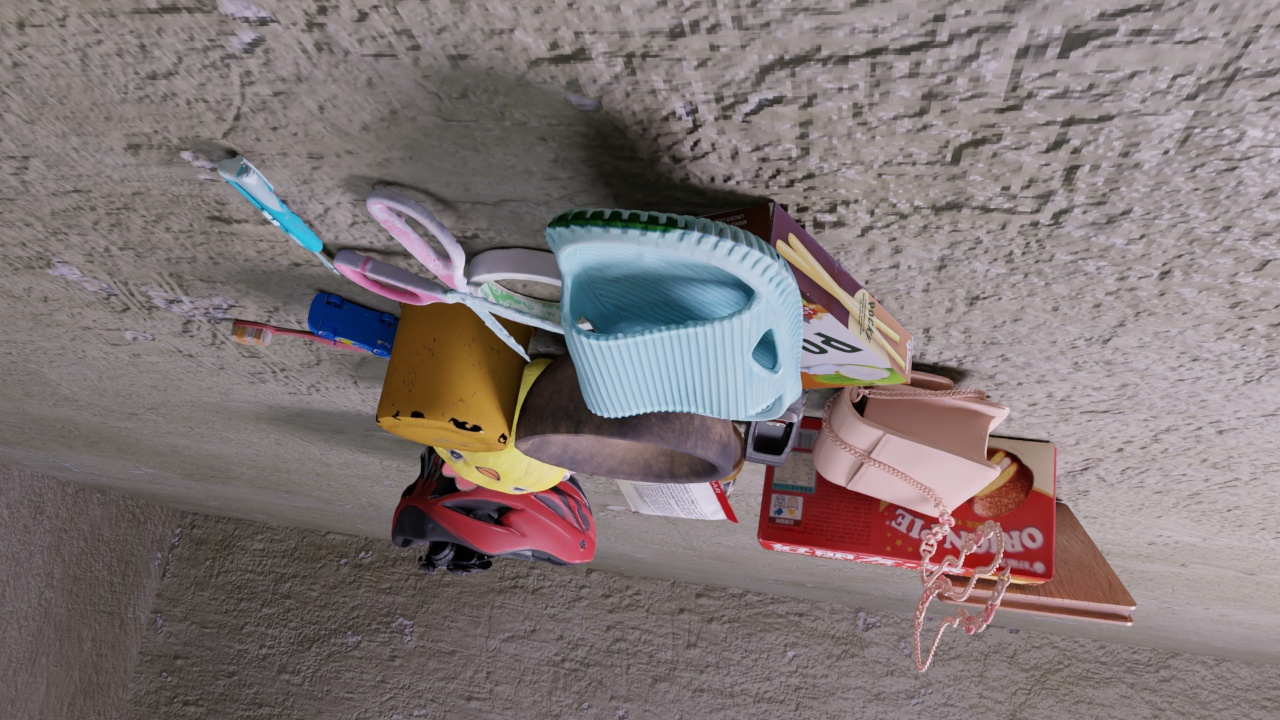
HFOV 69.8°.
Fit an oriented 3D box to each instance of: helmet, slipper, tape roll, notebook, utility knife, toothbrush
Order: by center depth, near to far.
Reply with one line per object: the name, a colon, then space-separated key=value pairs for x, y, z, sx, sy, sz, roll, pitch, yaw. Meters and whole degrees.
slipper: x=0.030 y=0.001 z=0.487 sx=0.116 sy=0.069 sz=0.276 roll=1 pitch=162 yaw=15
utility knife: x=-0.206 y=-0.080 z=0.546 sx=0.022 sy=0.015 sz=0.149 roll=23 pitch=166 yaw=11
tape roll: x=-0.063 y=-0.044 z=0.582 sx=0.094 sy=0.018 sz=0.094 roll=8 pitch=163 yaw=2
toothbrush: x=-0.259 y=-0.013 z=0.785 sx=0.184 sy=0.015 sz=0.015 roll=7 pitch=156 yaw=1
notebook: x=0.342 y=0.177 z=0.868 sx=0.169 sy=0.022 sz=0.210 roll=5 pitch=-164 yaw=8
helmet: x=-0.169 y=0.191 z=1.124 sx=0.218 sy=0.166 sz=0.271 roll=-5 pitch=158 yaw=37

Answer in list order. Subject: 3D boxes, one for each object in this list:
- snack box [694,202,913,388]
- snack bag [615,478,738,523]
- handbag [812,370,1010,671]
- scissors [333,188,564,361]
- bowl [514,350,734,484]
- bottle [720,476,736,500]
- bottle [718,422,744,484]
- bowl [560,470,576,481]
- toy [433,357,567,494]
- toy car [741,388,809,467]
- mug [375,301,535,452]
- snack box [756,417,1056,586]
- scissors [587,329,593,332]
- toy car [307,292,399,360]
snack box: x=0.076 y=-0.028 z=0.536 sx=0.101 sy=0.031 sz=0.186 roll=-4 pitch=158 yaw=37
snack bag: x=0.008 y=0.089 z=0.820 sx=0.144 sy=0.039 sz=0.131 roll=-6 pitch=116 yaw=51
handbag: x=0.177 y=0.108 z=0.653 sx=0.116 sy=0.187 sz=0.199 roll=14 pitch=160 yaw=7
scissors: x=-0.121 y=-0.050 z=0.553 sx=0.170 sy=0.013 sz=0.175 roll=20 pitch=157 yaw=13
bowl: x=-0.009 y=0.041 z=0.681 sx=0.162 sy=0.070 sz=0.162 roll=7 pitch=163 yaw=2
bottle: x=0.041 y=0.113 z=0.956 sx=0.105 sy=0.056 sz=0.056 roll=15 pitch=162 yaw=-16
bottle: x=0.048 y=0.088 z=0.863 sx=0.063 sy=0.063 sz=0.109 roll=19 pitch=160 yaw=-28
bowl: x=-0.129 y=0.092 z=0.985 sx=0.115 sy=0.050 sz=0.115 roll=8 pitch=163 yaw=2
toy: x=-0.110 y=0.058 z=0.817 sx=0.133 sy=0.092 sz=0.208 roll=29 pitch=146 yaw=-22
toy car: x=0.102 y=0.047 z=0.704 sx=0.040 sy=0.037 sz=0.092 roll=10 pitch=130 yaw=3
mug: x=-0.138 y=0.016 z=0.679 sx=0.100 sy=0.094 sz=0.124 roll=12 pitch=162 yaw=-10
snack box: x=0.225 y=0.119 z=0.785 sx=0.236 sy=0.113 sz=0.060 roll=5 pitch=162 yaw=13
scissors: x=0.014 y=0.005 z=0.702 sx=0.120 sy=0.014 sz=0.160 roll=11 pitch=166 yaw=-2
toy car: x=-0.221 y=-0.017 z=0.713 sx=0.092 sy=0.033 sz=0.062 roll=21 pitch=152 yaw=-33
